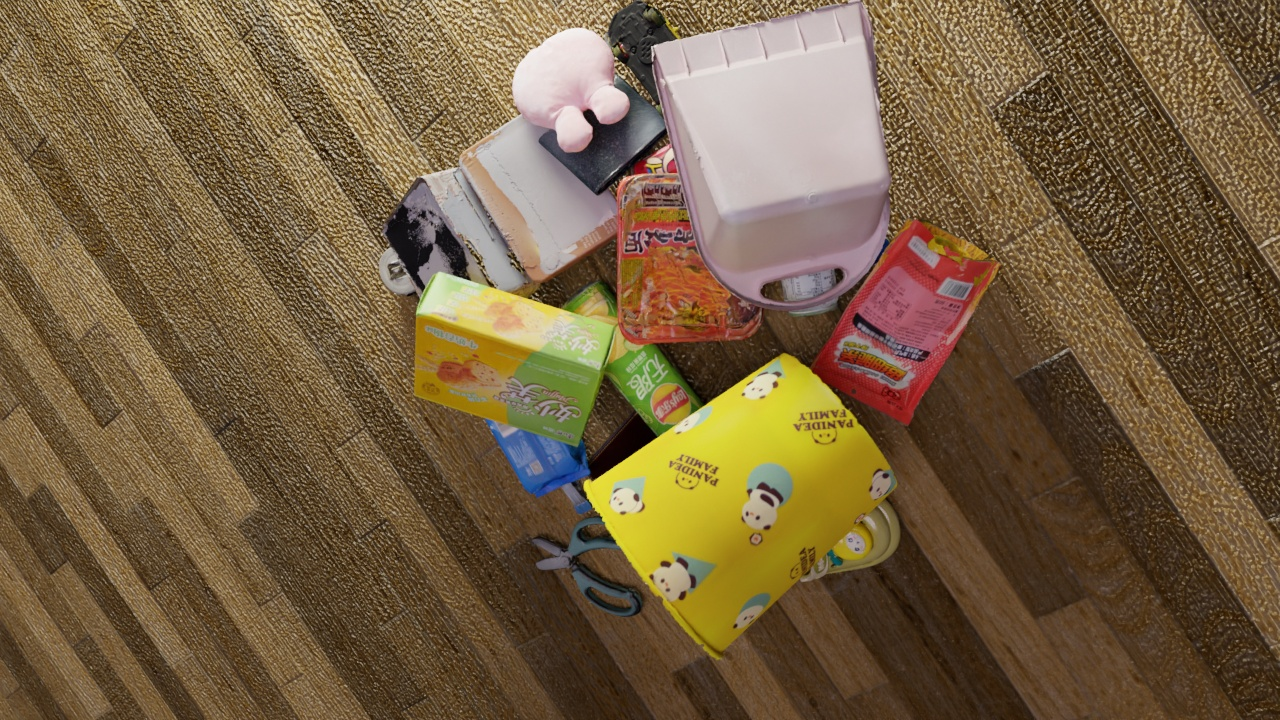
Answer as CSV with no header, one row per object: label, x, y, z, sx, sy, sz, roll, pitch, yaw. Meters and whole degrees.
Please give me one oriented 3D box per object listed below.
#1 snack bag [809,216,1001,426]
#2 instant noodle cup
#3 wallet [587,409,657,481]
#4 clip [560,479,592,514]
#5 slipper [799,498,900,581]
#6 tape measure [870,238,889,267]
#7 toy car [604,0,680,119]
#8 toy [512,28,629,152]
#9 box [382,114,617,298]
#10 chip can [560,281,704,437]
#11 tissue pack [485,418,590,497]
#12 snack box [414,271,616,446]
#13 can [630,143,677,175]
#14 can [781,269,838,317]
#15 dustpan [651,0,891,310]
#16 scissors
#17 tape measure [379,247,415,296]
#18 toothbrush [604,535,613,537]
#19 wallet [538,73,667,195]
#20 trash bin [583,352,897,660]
snack bag,0.278,-0.039,0.972,0.128,0.073,0.208,25,116,0
instant noodle cup,0.053,-0.113,1.001,0.164,0.079,0.189,-1,108,-7
wallet,-0.006,0.130,1.141,0.096,0.020,0.122,46,115,10
clip,-0.084,0.171,1.182,0.025,0.029,0.057,-26,104,26
slipper,0.204,0.217,1.054,0.191,0.081,0.091,-22,98,26
tape measure,0.236,-0.122,0.984,0.058,0.025,0.054,-37,87,20
toy car,0.026,-0.324,0.999,0.071,0.041,0.156,-42,79,24
toy,-0.076,-0.292,0.997,0.121,0.054,0.159,-34,59,10
box,-0.167,-0.156,1.068,0.275,0.124,0.179,-33,86,23
chip can,-0.006,0.006,1.080,0.073,0.072,0.221,-41,88,24
tissue pack,-0.132,0.091,1.158,0.095,0.052,0.157,-30,89,26
snack box,-0.146,0.002,1.035,0.210,0.069,0.158,18,141,-1
can,0.058,-0.222,1.007,0.133,0.053,0.053,-24,94,24
can,0.175,-0.124,0.987,0.058,0.058,0.147,-7,101,22
dustpan,0.140,-0.199,0.938,0.222,0.139,0.273,-10,72,0
scissors,-0.059,0.276,1.192,0.173,0.019,0.179,-23,102,32
tape measure,-0.300,-0.117,1.178,0.066,0.033,0.066,-18,95,23
toothbrush,0.026,0.207,1.153,0.186,0.017,0.012,-20,98,25
wallet,-0.039,-0.254,1.020,0.120,0.019,0.097,-44,77,-7
trash bin,0.110,0.140,0.963,0.255,0.229,0.229,-39,88,0
